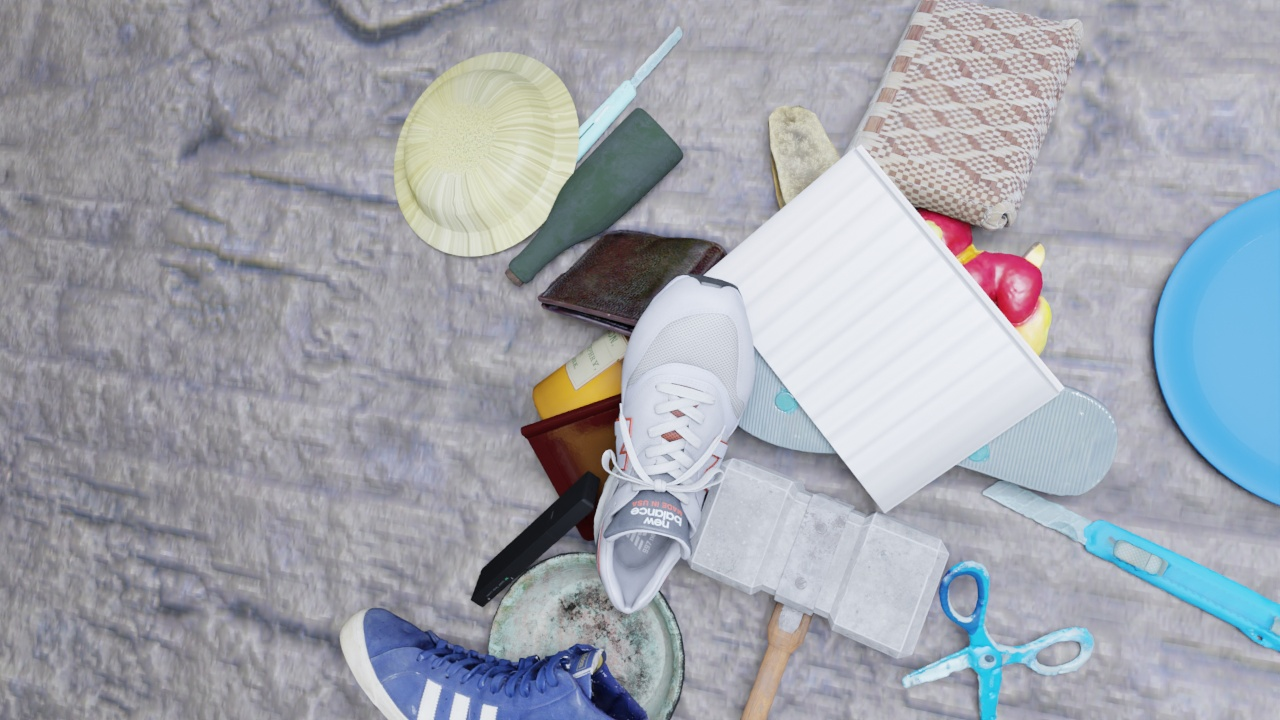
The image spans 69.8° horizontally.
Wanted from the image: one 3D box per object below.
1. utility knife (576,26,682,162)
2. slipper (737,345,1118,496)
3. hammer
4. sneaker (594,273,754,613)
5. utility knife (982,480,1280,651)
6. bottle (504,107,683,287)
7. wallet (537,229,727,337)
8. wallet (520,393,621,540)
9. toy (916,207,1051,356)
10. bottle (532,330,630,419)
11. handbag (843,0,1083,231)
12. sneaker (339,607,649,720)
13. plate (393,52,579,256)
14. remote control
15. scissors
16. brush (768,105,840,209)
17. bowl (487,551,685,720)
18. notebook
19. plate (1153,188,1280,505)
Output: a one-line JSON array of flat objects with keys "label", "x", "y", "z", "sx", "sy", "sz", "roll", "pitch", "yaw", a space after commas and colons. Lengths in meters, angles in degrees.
[{"label": "utility knife", "x": -0.021, "y": -0.217, "z": 0.776, "sx": 0.166, "sy": 0.015, "sz": 0.022, "roll": -47, "pitch": 67, "yaw": 3}, {"label": "slipper", "x": 0.191, "y": 0.026, "z": 0.654, "sx": 0.269, "sy": 0.054, "sz": 0.098, "roll": 10, "pitch": 102, "yaw": 20}, {"label": "hammer", "x": 0.084, "y": 0.246, "z": 0.651, "sx": 0.163, "sy": 0.083, "sz": 0.317, "roll": 20, "pitch": 89, "yaw": 17}, {"label": "sneaker", "x": 0.018, "y": 0.071, "z": 0.608, "sx": 0.089, "sy": 0.124, "sz": 0.240, "roll": 13, "pitch": 122, "yaw": -3}, {"label": "utility knife", "x": 0.343, "y": 0.138, "z": 0.627, "sx": 0.222, "sy": 0.015, "sz": 0.031, "roll": 26, "pitch": 86, "yaw": 19}, {"label": "bottle", "x": -0.045, "y": -0.126, "z": 0.749, "sx": 0.174, "sy": 0.055, "sz": 0.055, "roll": -43, "pitch": 74, "yaw": 8}, {"label": "wallet", "x": -0.006, "y": -0.060, "z": 0.705, "sx": 0.120, "sy": 0.031, "sz": 0.099, "roll": 16, "pitch": 50, "yaw": 37}, {"label": "wallet", "x": -0.026, "y": 0.082, "z": 0.699, "sx": 0.091, "sy": 0.018, "sz": 0.116, "roll": -19, "pitch": 120, "yaw": 13}, {"label": "toy", "x": 0.239, "y": -0.053, "z": 0.657, "sx": 0.106, "sy": 0.067, "sz": 0.137, "roll": -32, "pitch": 82, "yaw": 14}, {"label": "bottle", "x": -0.004, "y": 0.004, "z": 0.714, "sx": 0.157, "sy": 0.067, "sz": 0.068, "roll": -36, "pitch": 75, "yaw": 9}, {"label": "handbag", "x": 0.231, "y": -0.180, "z": 0.663, "sx": 0.124, "sy": 0.047, "sz": 0.185, "roll": 22, "pitch": 69, "yaw": 17}, {"label": "sneaker", "x": -0.101, "y": 0.225, "z": 0.660, "sx": 0.233, "sy": 0.091, "sz": 0.118, "roll": 41, "pitch": 100, "yaw": 16}, {"label": "plate", "x": -0.144, "y": -0.184, "z": 0.784, "sx": 0.185, "sy": 0.036, "sz": 0.184, "roll": -4, "pitch": 80, "yaw": 21}, {"label": "remote control", "x": -0.082, "y": 0.141, "z": 0.711, "sx": 0.013, "sy": 0.034, "sz": 0.150, "roll": 37, "pitch": 120, "yaw": -15}, {"label": "scissors", "x": 0.240, "y": 0.191, "z": 0.623, "sx": 0.134, "sy": 0.011, "sz": 0.140, "roll": -18, "pitch": 106, "yaw": 3}, {"label": "brush", "x": 0.138, "y": -0.110, "z": 0.694, "sx": 0.059, "sy": 0.043, "sz": 0.195, "roll": -18, "pitch": 72, "yaw": 10}, {"label": "bowl", "x": -0.039, "y": 0.227, "z": 0.712, "sx": 0.158, "sy": 0.038, "sz": 0.157, "roll": -2, "pitch": 83, "yaw": 16}, {"label": "notebook", "x": 0.159, "y": -0.021, "z": 0.629, "sx": 0.143, "sy": 0.009, "sz": 0.209, "roll": -40, "pitch": 81, "yaw": 18}, {"label": "plate", "x": 0.461, "y": -0.008, "z": 0.605, "sx": 0.225, "sy": 0.024, "sz": 0.224, "roll": -2, "pitch": 83, "yaw": 16}]
